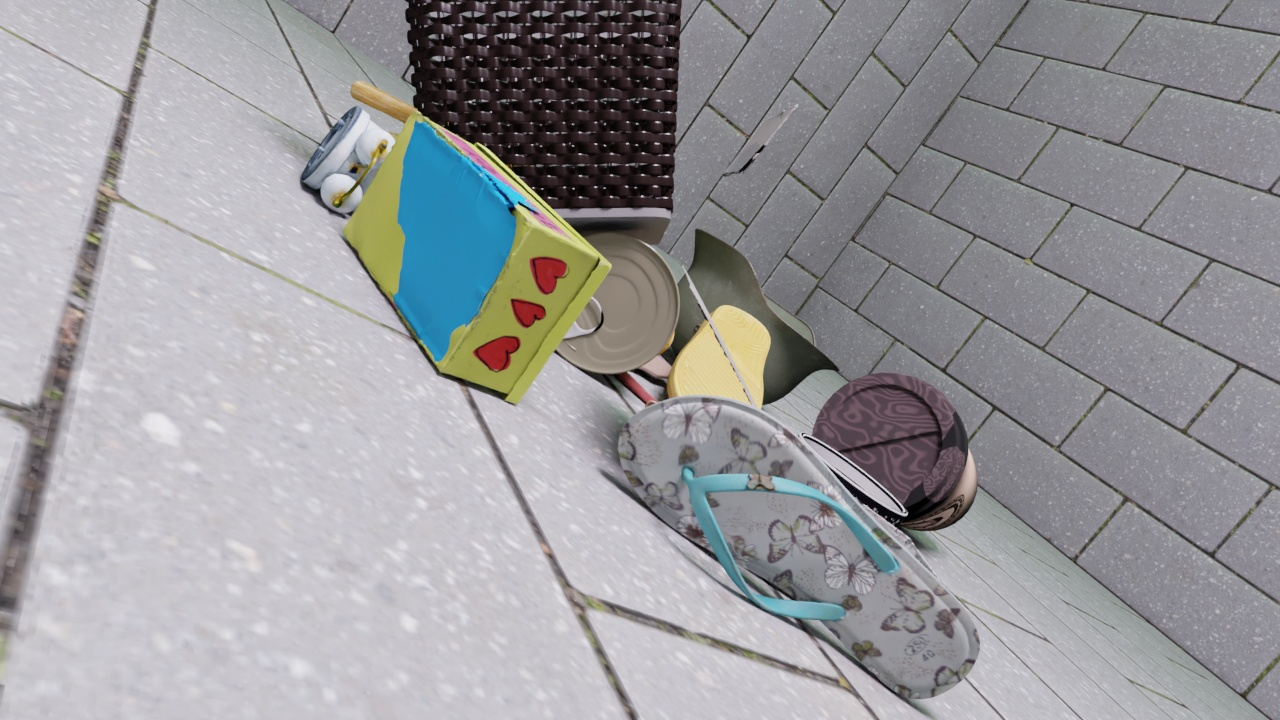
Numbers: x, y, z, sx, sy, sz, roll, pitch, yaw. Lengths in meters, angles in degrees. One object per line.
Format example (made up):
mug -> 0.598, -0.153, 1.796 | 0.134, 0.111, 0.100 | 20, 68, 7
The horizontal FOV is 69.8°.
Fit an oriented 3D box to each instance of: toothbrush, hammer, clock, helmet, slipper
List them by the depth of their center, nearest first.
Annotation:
slipper -> 0.103, 0.113, 0.577 | 0.269, 0.098, 0.054 | 37, 9, 3
clock -> -0.249, -0.171, 0.795 | 0.057, 0.083, 0.117 | 37, 6, -31
toothbrush -> 0.004, 0.029, 0.888 | 0.190, 0.016, 0.016 | 41, 13, 31
slipper -> 0.079, 0.022, 0.987 | 0.099, 0.079, 0.262 | 33, 30, -1
hammer -> -0.202, -0.258, 1.101 | 0.330, 0.033, 0.132 | 27, 14, 8
helmet -> 0.128, -0.031, 1.195 | 0.268, 0.154, 0.227 | 40, 3, 37

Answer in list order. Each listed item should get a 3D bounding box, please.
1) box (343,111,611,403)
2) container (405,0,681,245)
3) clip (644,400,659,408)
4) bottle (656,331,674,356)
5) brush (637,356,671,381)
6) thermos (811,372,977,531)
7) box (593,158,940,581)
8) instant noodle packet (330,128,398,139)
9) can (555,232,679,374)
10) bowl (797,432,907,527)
box -> -0.125, -0.080, 0.663 | 0.079, 0.124, 0.221 | 22, 15, -45
container -> -0.086, -0.245, 0.898 | 0.245, 0.243, 0.247 | -1, 1, -2
clip -> 0.034, 0.056, 0.841 | 0.061, 0.025, 0.045 | 37, 9, 31
bottle -> -0.011, -0.045, 1.063 | 0.109, 0.063, 0.063 | 27, 13, -41
brush -> -0.006, 0.006, 0.991 | 0.050, 0.015, 0.135 | 39, 16, 29
thermos -> 0.320, 0.124, 1.106 | 0.173, 0.173, 0.226 | 42, 5, 35
box -> 0.077, 0.046, 0.687 | 0.418, 0.108, 0.166 | 50, 7, -8
instant noodle packet -> -0.251, -0.219, 1.078 | 0.221, 0.084, 0.163 | 26, 12, -18
can -> -0.029, -0.056, 0.859 | 0.128, 0.128, 0.073 | 35, 8, -5
bowl -> 0.176, 0.129, 0.846 | 0.120, 0.066, 0.120 | 34, 10, -7
